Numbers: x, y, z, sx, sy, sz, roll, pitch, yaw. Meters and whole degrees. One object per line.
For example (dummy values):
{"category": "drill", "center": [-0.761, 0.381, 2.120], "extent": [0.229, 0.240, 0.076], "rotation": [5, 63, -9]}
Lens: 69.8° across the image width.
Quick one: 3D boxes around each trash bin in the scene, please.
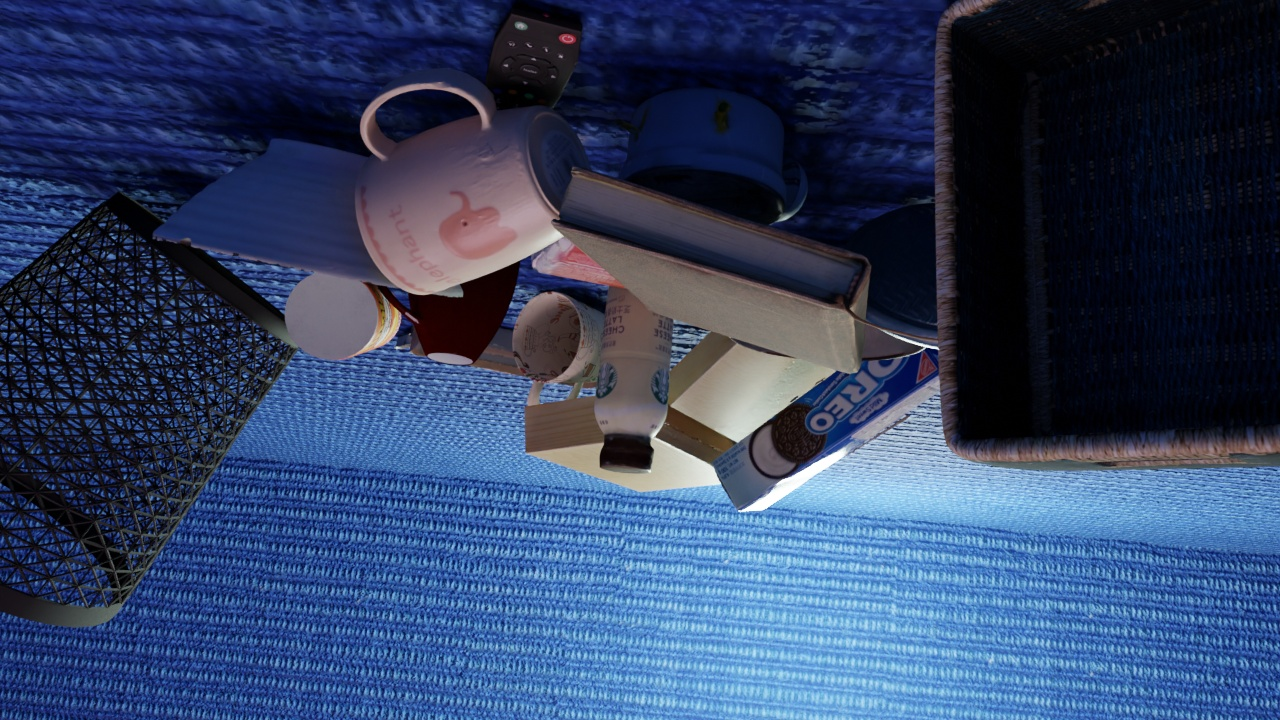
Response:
{"category": "trash bin", "center": [-0.389, 0.024, 0.663], "extent": [0.217, 0.243, 0.217], "rotation": [37, 171, 7]}

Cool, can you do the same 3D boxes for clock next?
{"category": "clock", "center": [0.039, -0.099, 0.495], "extent": [0.089, 0.051, 0.124], "rotation": [-2, 165, 26]}

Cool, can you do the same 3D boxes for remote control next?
{"category": "remote control", "center": [-0.058, -0.138, 0.459], "extent": [0.039, 0.010, 0.125], "rotation": [9, 166, -15]}

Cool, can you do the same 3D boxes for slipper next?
{"category": "slipper", "center": [0.226, -0.042, 0.544], "extent": [0.214, 0.103, 0.059], "rotation": [1, 144, 2]}

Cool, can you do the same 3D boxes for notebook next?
{"category": "notebook", "center": [0.069, -0.033, 0.492], "extent": [0.190, 0.034, 0.215], "rotation": [20, 177, 16]}

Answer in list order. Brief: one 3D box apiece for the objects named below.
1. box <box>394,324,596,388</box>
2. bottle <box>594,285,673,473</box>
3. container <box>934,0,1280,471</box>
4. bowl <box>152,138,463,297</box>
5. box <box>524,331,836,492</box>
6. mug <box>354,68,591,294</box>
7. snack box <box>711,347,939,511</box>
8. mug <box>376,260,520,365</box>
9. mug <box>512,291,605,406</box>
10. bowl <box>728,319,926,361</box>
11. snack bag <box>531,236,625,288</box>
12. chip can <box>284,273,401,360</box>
{"category": "box", "center": [-0.152, -0.001, 1.014], "extent": [0.216, 0.042, 0.149], "rotation": [12, 161, -25]}
{"category": "bottle", "center": [-0.004, 0.004, 0.703], "extent": [0.056, 0.162, 0.056], "rotation": [5, 166, 1]}
{"category": "container", "center": [0.188, -0.056, 0.327], "extent": [0.071, 0.187, 0.146], "rotation": [12, 166, -41]}
{"category": "bowl", "center": [-0.188, -0.089, 0.549], "extent": [0.177, 0.071, 0.177], "rotation": [12, -176, -1]}
{"category": "box", "center": [0.055, 0.051, 0.869], "extent": [0.261, 0.096, 0.247], "rotation": [-33, 155, 14]}
{"category": "mug", "center": [-0.090, -0.097, 0.472], "extent": [0.104, 0.085, 0.111], "rotation": [-12, 131, 28]}
{"category": "snack box", "center": [0.171, 0.056, 0.830], "extent": [0.227, 0.059, 0.059], "rotation": [-38, 155, 23]}
{"category": "mug", "center": [-0.153, -0.047, 0.709], "extent": [0.114, 0.088, 0.087], "rotation": [16, 163, -38]}
{"category": "mug", "center": [-0.063, 0.003, 0.844], "extent": [0.081, 0.122, 0.097], "rotation": [32, -168, 35]}
{"category": "bowl", "center": [0.138, -0.043, 0.674], "extent": [0.151, 0.056, 0.151], "rotation": [6, 167, 1]}
{"category": "snack bag", "center": [-0.013, -0.076, 0.642], "extent": [0.116, 0.036, 0.077], "rotation": [9, 167, -17]}
{"category": "chip can", "center": [-0.230, -0.036, 0.731], "extent": [0.062, 0.062, 0.210], "rotation": [8, -179, -11]}
